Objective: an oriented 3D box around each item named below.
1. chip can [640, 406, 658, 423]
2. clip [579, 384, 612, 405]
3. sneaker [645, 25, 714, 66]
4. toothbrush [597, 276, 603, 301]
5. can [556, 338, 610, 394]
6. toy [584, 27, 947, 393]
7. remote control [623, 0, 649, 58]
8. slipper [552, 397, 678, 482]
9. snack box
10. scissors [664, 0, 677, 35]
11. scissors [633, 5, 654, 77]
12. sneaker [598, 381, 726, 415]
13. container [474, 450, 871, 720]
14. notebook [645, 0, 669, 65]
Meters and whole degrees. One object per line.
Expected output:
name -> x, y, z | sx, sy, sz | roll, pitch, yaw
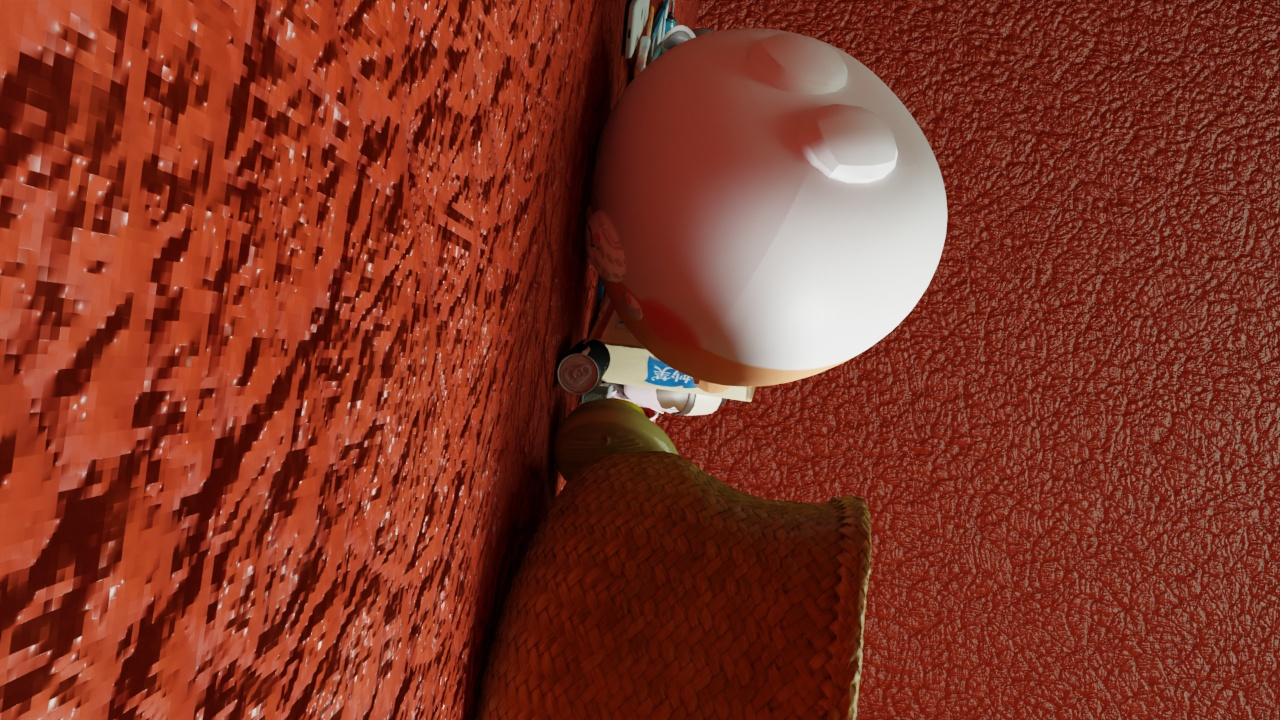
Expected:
chip can -> -0.025, 0.155, 1.126 | 0.069, 0.069, 0.221 | -77, 175, -65
clip -> -0.047, 0.068, 0.853 | 0.169, 0.031, 0.164 | 96, 1, -62
sneaker -> 0.050, -0.313, 0.982 | 0.161, 0.093, 0.256 | 91, 12, -56
toothbrush -> -0.025, -0.134, 0.849 | 0.016, 0.014, 0.167 | -76, 174, -68
can -> -0.041, 0.004, 0.678 | 0.080, 0.031, 0.031 | -67, 165, -81
toy -> 0.080, -0.103, 0.702 | 0.262, 0.265, 0.282 | 65, -32, 23
remote control -> -0.002, -0.321, 0.846 | 0.146, 0.008, 0.045 | -79, 176, -56
slipper -> -0.002, 0.083, 0.735 | 0.191, 0.092, 0.081 | 64, 25, -47
snack box -> 0.052, -0.054, 0.902 | 0.206, 0.153, 0.055 | -68, 160, -46
scissors -> 0.038, -0.405, 1.189 | 0.119, 0.019, 0.151 | 88, 8, -74
scissors -> -0.001, -0.277, 0.877 | 0.131, 0.011, 0.125 | -132, -128, -84
sneaker -> -0.006, 0.006, 1.028 | 0.294, 0.116, 0.112 | -145, -128, -71
container -> 0.023, 0.211, 0.576 | 0.306, 0.197, 0.307 | 9, 89, -79
notebook -> 0.015, -0.349, 1.171 | 0.252, 0.009, 0.181 | -79, 176, -59
